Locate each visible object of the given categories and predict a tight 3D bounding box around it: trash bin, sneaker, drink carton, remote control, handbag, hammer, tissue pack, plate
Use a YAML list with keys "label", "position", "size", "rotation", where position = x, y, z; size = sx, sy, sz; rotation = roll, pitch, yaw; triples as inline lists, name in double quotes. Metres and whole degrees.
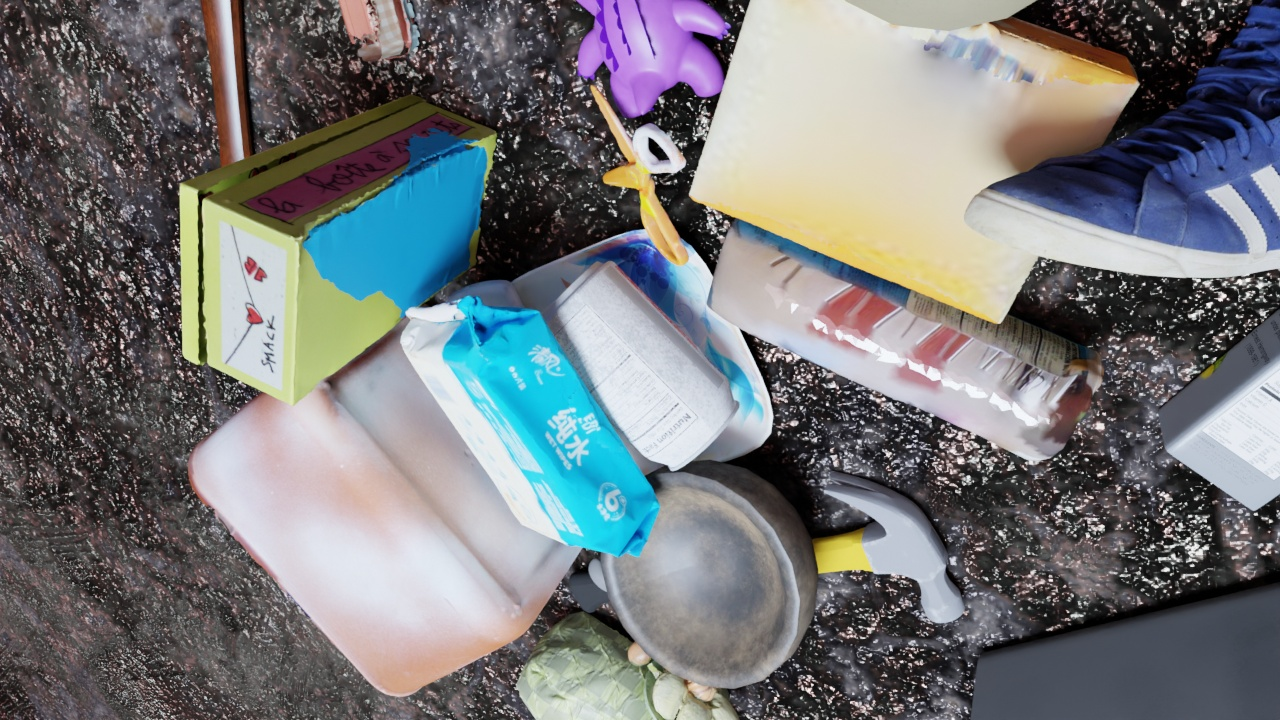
- label: "trash bin"
  position: [0.326, 0.248, 0.566]
  size: [0.220, 0.191, 0.097]
  rotation: [-30, 102, 35]
- label: "trash bin"
  position: [-0.178, 0.102, 0.717]
  size: [0.158, 0.181, 0.260]
  rotation: [-32, 101, 32]
- label: "sneaker"
  position: [0.265, -0.109, 0.405]
  size: [0.232, 0.091, 0.119]
  rotation: [-1, 119, -18]
- label: "drink carton"
  position: [0.361, 0.016, 0.505]
  size: [0.076, 0.048, 0.125]
  rotation: [35, 125, 2]
- label: "remote control"
  position: [-0.105, -0.002, 0.680]
  size: [0.060, 0.028, 0.114]
  rotation: [-16, 107, 1]
- label: "handbag"
  position: [-0.004, 0.280, 0.781]
  size: [0.186, 0.113, 0.117]
  rotation: [30, 118, 7]
- label: "hammer"
  position: [0.076, 0.164, 0.730]
  size: [0.324, 0.029, 0.127]
  rotation: [-16, 110, 31]
- label: "tissue pack"
  position: [-0.077, 0.040, 0.611]
  size: [0.117, 0.065, 0.209]
  rotation: [4, 132, 53]
- label: "hammer"
  position: [-0.320, -0.154, 0.728]
  size: [0.111, 0.028, 0.301]
  rotation: [17, 123, 13]
- label: "plate"
  position: [-0.006, 0.001, 0.680]
  size: [0.187, 0.016, 0.187]
  rotation: [-18, 108, 31]

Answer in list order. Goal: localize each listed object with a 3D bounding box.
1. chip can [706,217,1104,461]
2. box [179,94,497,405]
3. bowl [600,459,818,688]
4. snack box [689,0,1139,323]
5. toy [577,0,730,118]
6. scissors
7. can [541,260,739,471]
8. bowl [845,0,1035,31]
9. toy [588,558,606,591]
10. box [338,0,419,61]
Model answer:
- label: "chip can"
  position: [0.153, -0.018, 0.562]
  size: [0.229, 0.079, 0.080]
  rotation: [25, 124, 11]
- label: "box"
  position: [-0.184, -0.082, 0.592]
  size: [0.082, 0.220, 0.125]
  rotation: [23, 127, 8]
- label: "bowl"
  position: [0.055, 0.147, 0.666]
  size: [0.162, 0.070, 0.162]
  rotation: [9, 107, 32]
- label: "snack box"
  position: [0.140, -0.125, 0.505]
  size: [0.195, 0.080, 0.145]
  rotation: [24, 123, 10]
- label: "toy"
  position: [0.001, -0.191, 0.545]
  size: [0.106, 0.055, 0.088]
  rotation: [-7, 113, 31]
- label: "scissors"
  position: [0.001, -0.115, 0.570]
  size: [0.125, 0.011, 0.130]
  rotation: [60, 163, -12]
- label: "can"
  position: [-0.004, 0.004, 0.621]
  size: [0.136, 0.078, 0.078]
  rotation: [45, 125, -4]
- label: "bowl"
  position: [0.145, -0.235, 0.419]
  size: [0.152, 0.050, 0.152]
  rotation: [0, 90, 13]
- label: "toy"
  position: [0.008, 0.195, 0.746]
  size: [0.111, 0.030, 0.049]
  rotation: [35, 142, -2]
- label: "box"
  position: [-0.189, -0.285, 0.584]
  size: [0.060, 0.057, 0.187]
  rotation: [-14, 116, -5]
